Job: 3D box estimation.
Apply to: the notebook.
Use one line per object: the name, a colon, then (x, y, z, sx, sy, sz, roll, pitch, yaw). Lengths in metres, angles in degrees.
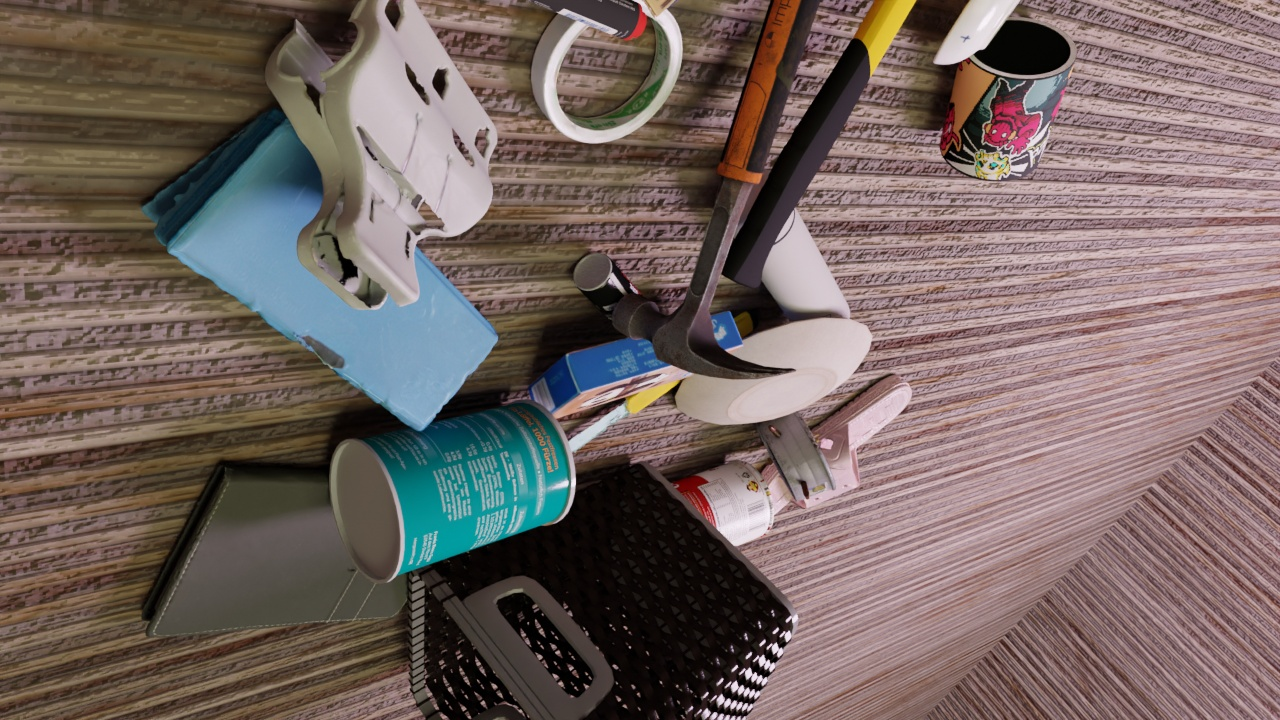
notebook: (-0.248, 0.146, 0.705, 0.208, 0.029, 0.170, 13, 120, -45)

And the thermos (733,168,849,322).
thermos: (0.120, -0.081, 0.751, 0.052, 0.052, 0.224, -41, 146, 5)

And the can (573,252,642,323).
can: (-0.018, -0.047, 0.682, 0.031, 0.031, 0.080, -40, 146, 3)

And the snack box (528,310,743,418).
snack box: (-0.004, 0.004, 0.721, 0.151, 0.034, 0.087, -16, 171, -29)

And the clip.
clip: (-0.139, -0.098, 0.466, 0.126, 0.099, 0.152, 52, 53, -55)

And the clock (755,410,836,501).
clock: (0.163, 0.097, 0.971, 0.056, 0.104, 0.148, -27, 176, 1)

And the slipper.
slipper: (0.231, 0.113, 1.073, 0.239, 0.064, 0.094, -39, 146, -1)

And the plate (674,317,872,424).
plate: (0.125, 0.021, 0.843, 0.188, 0.027, 0.189, -14, 155, -7)

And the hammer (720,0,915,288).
hammer: (0.143, -0.194, 0.611, 0.127, 0.029, 0.324, 17, 108, -47)

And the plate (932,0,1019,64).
plate: (0.250, -0.252, 0.651, 0.104, 0.026, 0.104, -52, 172, -11)

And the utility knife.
utility knife: (0.018, 0.020, 0.807, 0.217, 0.019, 0.030, -37, 141, -10)

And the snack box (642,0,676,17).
snack box: (-0.027, -0.252, 0.410, 0.057, 0.056, 0.206, -41, 146, 5)

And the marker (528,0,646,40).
marker: (-0.059, -0.193, 0.464, 0.144, 0.021, 0.024, 9, 148, -36)

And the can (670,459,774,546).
can: (0.068, 0.160, 0.956, 0.116, 0.086, 0.087, -15, 140, -30)

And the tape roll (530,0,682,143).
tape roll: (-0.019, -0.174, 0.545, 0.093, 0.018, 0.094, -23, 143, -19)

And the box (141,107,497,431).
box: (-0.175, -0.045, 0.544, 0.093, 0.054, 0.231, -53, 148, -9)

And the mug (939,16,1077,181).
mug: (0.299, -0.220, 0.741, 0.117, 0.082, 0.098, -53, 155, -30)

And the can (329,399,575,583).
can: (-0.134, 0.090, 0.663, 0.143, 0.099, 0.099, -12, 139, -42)

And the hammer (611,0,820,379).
hammer: (0.079, -0.134, 0.581, 0.034, 0.138, 0.315, -10, 123, -50)

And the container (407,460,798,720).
container: (-0.039, 0.274, 0.836, 0.243, 0.247, 0.246, -27, 146, -34)
